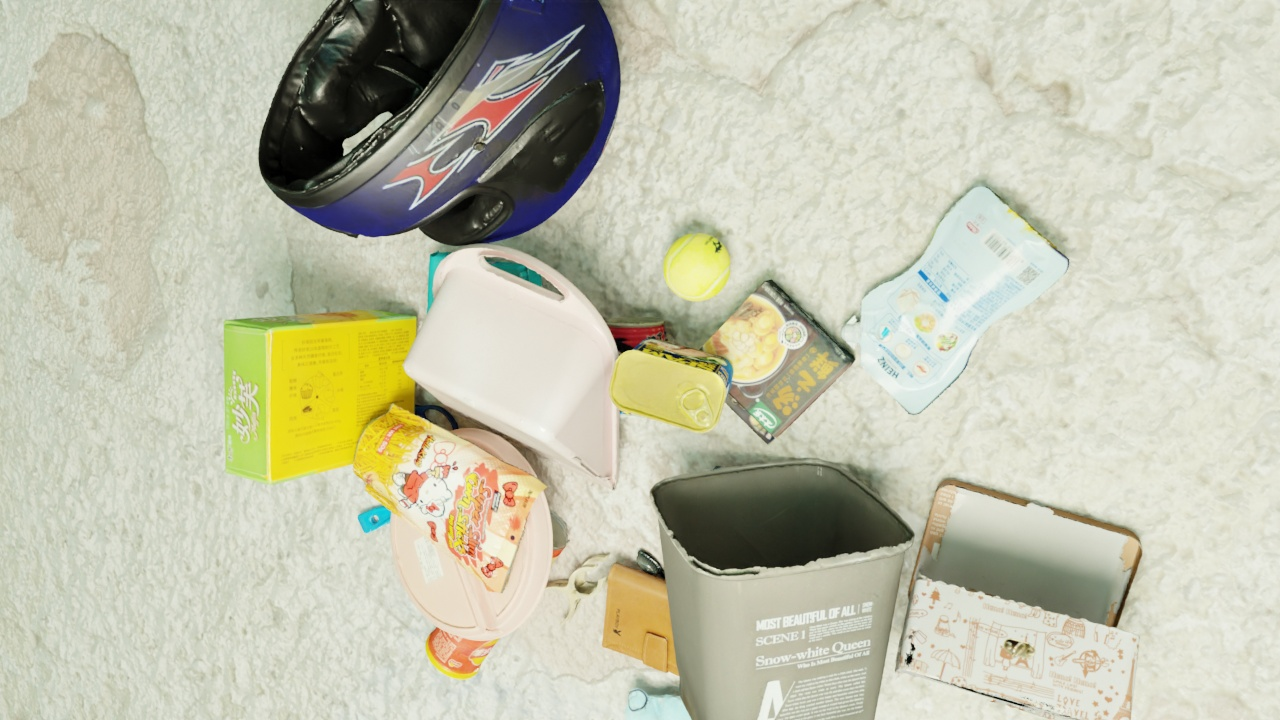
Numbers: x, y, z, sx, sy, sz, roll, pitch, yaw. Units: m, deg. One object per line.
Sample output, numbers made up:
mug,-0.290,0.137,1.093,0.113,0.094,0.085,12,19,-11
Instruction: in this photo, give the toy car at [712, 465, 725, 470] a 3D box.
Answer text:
toy car,0.075,0.152,0.933,0.043,0.034,0.091,26,109,13

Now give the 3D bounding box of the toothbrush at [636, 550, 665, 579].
toothbrush,0.062,0.272,0.969,0.189,0.016,0.014,45,122,8

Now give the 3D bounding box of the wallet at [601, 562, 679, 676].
wallet,0.024,0.280,0.969,0.132,0.031,0.108,16,115,22

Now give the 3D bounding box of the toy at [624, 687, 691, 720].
toy,0.039,0.425,0.988,0.161,0.049,0.156,36,113,8

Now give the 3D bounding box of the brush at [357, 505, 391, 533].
brush,-0.232,0.158,1.060,0.255,0.045,0.083,-21,95,28

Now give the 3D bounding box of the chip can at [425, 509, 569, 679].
chip can,-0.163,0.259,1.028,0.073,0.073,0.217,38,111,12

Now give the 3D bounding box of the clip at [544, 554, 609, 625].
clip,-0.068,0.248,1.011,0.071,0.034,0.100,51,121,6

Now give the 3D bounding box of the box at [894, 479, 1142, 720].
box,0.331,0.204,0.798,0.183,0.155,0.187,12,75,17

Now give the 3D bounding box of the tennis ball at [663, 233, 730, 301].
tennis ball,0.054,-0.089,0.880,0.065,0.065,0.065,4,101,21

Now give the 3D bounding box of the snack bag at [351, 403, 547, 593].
snack bag,-0.200,0.136,0.950,0.208,0.073,0.129,28,103,24

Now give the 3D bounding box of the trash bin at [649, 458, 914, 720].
trash bin,0.120,0.230,0.829,0.199,0.198,0.220,-6,107,-12

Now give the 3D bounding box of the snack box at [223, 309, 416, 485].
snack box,-0.332,0.030,0.970,0.070,0.209,0.158,8,100,28

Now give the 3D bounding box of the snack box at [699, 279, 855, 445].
snack box,0.122,0.005,0.882,0.113,0.053,0.126,45,107,9

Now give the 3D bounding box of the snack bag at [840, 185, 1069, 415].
snack bag,0.271,-0.051,0.815,0.110,0.038,0.191,43,114,5

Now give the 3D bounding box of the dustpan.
dustpan,-0.108,0.006,0.911,0.222,0.273,0.138,24,78,13

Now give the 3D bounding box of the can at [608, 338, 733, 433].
can,0.031,0.019,0.837,0.102,0.083,0.057,16,105,9

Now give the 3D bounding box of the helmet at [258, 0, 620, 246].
helmet,-0.158,-0.222,0.837,0.315,0.240,0.247,-51,54,1

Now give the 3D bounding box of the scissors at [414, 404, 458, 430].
scissors,-0.284,0.061,1.075,0.166,0.012,0.156,12,103,21

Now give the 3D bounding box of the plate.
plate,-0.191,0.188,0.989,0.230,0.028,0.229,0,89,34

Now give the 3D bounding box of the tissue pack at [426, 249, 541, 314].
tissue pack,-0.171,-0.064,0.985,0.133,0.050,0.093,12,105,20

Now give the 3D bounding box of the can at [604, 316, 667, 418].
can,-0.005,0.005,0.921,0.067,0.066,0.094,4,100,22
